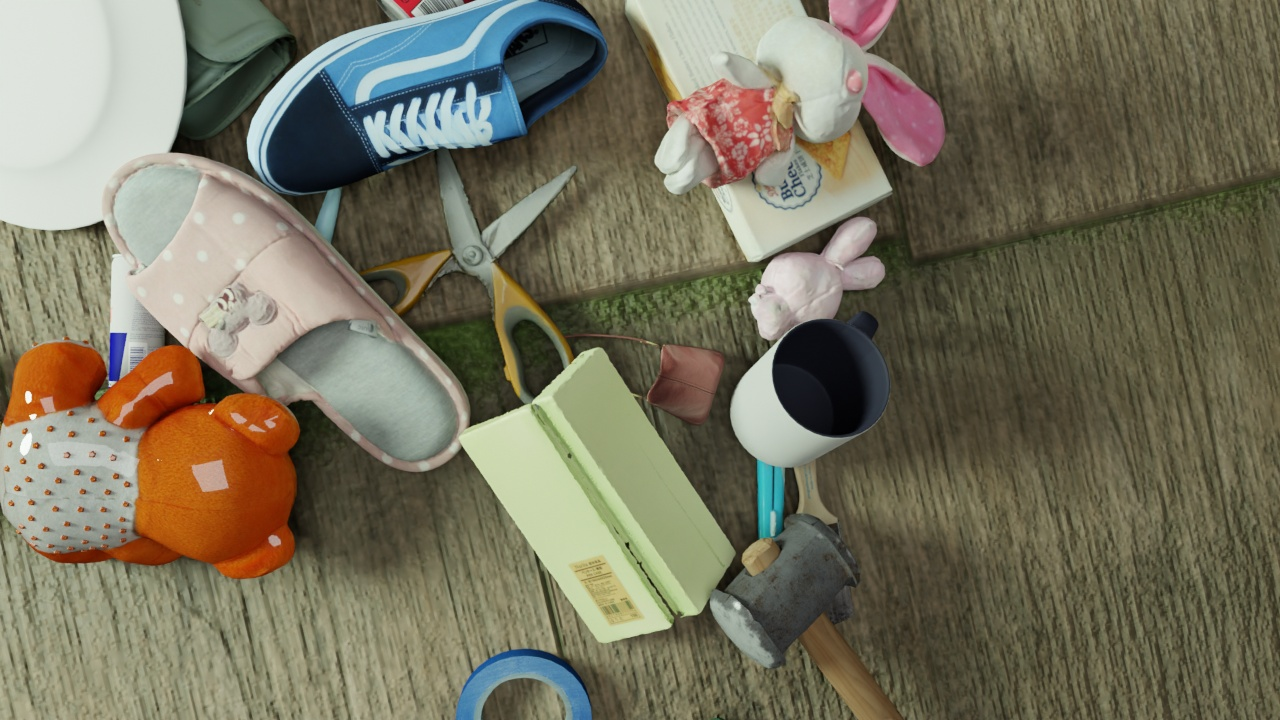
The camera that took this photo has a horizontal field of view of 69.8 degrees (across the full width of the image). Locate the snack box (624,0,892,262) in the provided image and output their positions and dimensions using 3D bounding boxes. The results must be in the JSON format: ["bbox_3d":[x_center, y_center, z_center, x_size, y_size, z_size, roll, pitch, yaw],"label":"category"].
[{"bbox_3d":[0.079,-0.183,0.642,0.104,0.057,0.208,-27,92,-5],"label":"snack box"}]

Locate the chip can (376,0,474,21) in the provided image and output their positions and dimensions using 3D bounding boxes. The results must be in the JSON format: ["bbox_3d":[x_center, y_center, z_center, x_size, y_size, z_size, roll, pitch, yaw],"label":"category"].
[{"bbox_3d":[-0.090,-0.307,0.628,0.052,0.052,0.214,43,87,-4],"label":"chip can"}]

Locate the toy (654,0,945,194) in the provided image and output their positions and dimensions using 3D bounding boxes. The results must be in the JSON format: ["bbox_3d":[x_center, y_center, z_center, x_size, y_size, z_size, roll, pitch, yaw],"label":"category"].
[{"bbox_3d":[0.094,-0.166,0.573,0.194,0.084,0.159,-26,120,-5],"label":"toy"}]

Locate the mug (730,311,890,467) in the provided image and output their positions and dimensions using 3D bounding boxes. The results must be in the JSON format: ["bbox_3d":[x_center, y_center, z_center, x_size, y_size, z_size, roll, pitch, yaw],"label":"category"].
[{"bbox_3d":[0.121,0.013,0.621,0.078,0.097,0.111,39,70,3],"label":"mug"}]

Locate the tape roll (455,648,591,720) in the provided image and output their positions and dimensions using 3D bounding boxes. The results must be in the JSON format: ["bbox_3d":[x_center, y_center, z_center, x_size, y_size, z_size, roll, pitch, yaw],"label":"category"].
[{"bbox_3d":[-0.082,0.251,0.648,0.091,0.016,0.093,-40,94,-4],"label":"tape roll"}]

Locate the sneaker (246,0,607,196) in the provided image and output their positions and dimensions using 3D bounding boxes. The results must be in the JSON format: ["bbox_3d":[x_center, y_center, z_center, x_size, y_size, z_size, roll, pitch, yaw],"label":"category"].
[{"bbox_3d":[-0.130,-0.168,0.583,0.241,0.098,0.083,-29,135,-11],"label":"sneaker"}]

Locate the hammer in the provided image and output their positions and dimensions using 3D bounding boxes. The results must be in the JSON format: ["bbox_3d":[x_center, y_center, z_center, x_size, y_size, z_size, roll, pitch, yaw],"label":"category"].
[{"bbox_3d":[0.171,0.255,0.646,0.097,0.052,0.328,-40,102,-20],"label":"hammer"}]

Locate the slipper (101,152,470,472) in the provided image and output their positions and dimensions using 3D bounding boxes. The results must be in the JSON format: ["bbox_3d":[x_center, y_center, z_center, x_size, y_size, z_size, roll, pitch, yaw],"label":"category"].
[{"bbox_3d":[-0.225,-0.023,0.590,0.274,0.054,0.114,41,108,-13],"label":"slipper"}]

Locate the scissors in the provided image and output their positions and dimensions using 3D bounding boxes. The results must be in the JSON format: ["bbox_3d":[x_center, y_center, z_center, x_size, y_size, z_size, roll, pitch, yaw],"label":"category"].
[{"bbox_3d":[-0.118,-0.048,0.638,0.225,0.016,0.229,-37,89,-3],"label":"scissors"}]

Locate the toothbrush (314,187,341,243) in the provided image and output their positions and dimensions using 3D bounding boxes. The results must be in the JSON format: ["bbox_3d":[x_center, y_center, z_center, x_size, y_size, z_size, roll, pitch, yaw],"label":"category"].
[{"bbox_3d":[-0.215,-0.107,0.634,0.022,0.016,0.155,14,89,3],"label":"toothbrush"}]

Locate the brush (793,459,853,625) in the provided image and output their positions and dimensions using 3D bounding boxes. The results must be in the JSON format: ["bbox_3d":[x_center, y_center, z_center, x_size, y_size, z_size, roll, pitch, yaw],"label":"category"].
[{"bbox_3d":[0.127,0.123,0.669,0.039,0.012,0.151,-11,91,-6],"label":"brush"}]

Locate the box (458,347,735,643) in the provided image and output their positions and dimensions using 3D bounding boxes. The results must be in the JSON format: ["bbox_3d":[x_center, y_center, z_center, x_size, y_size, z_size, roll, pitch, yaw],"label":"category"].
[{"bbox_3d":[-0.023,0.098,0.617,0.127,0.066,0.188,-31,104,-3],"label":"box"}]

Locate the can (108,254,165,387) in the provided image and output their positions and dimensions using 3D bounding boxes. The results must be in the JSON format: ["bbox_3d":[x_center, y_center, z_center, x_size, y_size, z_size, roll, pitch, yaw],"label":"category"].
[{"bbox_3d":[-0.336,-0.023,0.614,0.032,0.032,0.095,1,90,-6],"label":"can"}]

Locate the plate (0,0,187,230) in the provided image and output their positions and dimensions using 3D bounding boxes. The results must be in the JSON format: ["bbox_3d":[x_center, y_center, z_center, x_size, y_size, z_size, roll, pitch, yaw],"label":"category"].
[{"bbox_3d":[-0.393,-0.201,0.568,0.243,0.016,0.243,4,107,12],"label":"plate"}]

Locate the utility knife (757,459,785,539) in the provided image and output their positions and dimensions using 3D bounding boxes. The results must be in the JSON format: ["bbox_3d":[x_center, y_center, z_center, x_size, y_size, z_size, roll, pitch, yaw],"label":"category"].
[{"bbox_3d":[0.096,0.132,0.667,0.022,0.015,0.162,-2,93,-14],"label":"utility knife"}]

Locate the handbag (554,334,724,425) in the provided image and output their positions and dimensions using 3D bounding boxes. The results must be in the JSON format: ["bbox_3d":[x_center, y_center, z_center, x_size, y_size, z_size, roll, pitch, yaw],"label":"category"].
[{"bbox_3d":[-0.004,0.004,0.652,0.119,0.029,0.055,17,90,0],"label":"handbag"}]

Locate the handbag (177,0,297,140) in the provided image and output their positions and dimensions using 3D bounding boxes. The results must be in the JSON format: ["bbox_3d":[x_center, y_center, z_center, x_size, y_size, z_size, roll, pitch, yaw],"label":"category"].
[{"bbox_3d":[-0.307,-0.222,0.600,0.106,0.067,0.122,-44,94,-5],"label":"handbag"}]

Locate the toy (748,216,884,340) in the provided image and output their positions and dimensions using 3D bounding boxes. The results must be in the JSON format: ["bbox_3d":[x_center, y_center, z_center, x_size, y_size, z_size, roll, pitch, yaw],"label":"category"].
[{"bbox_3d":[0.124,-0.056,0.651,0.110,0.047,0.063,-30,124,-7],"label":"toy"}]

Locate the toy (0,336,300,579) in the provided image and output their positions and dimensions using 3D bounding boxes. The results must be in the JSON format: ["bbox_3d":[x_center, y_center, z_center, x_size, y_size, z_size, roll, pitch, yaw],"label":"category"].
[{"bbox_3d":[-0.304,0.070,0.585,0.172,0.092,0.164,7,108,-6],"label":"toy"}]

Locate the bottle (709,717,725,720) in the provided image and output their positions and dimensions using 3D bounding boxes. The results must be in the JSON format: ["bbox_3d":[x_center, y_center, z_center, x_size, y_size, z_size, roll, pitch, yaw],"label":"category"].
[{"bbox_3d":[0.083,0.321,0.641,0.061,0.061,0.131,-44,94,-6],"label":"bottle"}]

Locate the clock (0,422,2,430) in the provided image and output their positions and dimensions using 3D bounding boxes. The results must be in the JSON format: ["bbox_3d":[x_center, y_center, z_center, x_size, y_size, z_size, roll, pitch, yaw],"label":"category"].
[{"bbox_3d":[-0.472,0.046,0.598,0.099,0.044,0.129,-26,100,-5],"label":"clock"}]
